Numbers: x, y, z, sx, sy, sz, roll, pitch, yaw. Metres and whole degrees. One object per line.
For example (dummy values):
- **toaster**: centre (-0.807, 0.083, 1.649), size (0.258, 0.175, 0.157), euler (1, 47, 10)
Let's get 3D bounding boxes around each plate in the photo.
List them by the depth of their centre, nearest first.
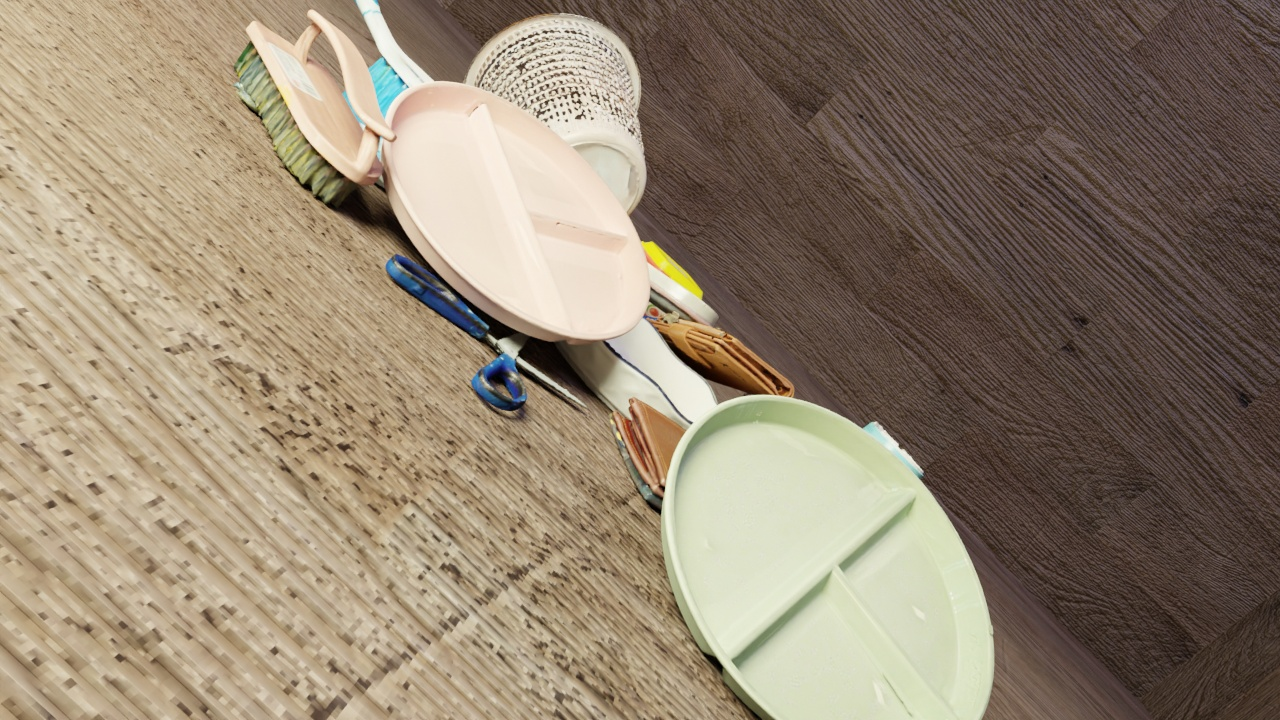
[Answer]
- **plate**: centre (0.109, 0.121, 0.534), size (0.230, 0.028, 0.229), euler (20, 44, -21)
- **plate**: centre (-0.086, -0.104, 0.661), size (0.229, 0.028, 0.229), euler (31, 37, -28)
- **plate**: centre (-0.005, 0.004, 0.772), size (0.205, 0.046, 0.204), euler (42, 11, -11)

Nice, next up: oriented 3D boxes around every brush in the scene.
- **brush**: centre (-0.200, -0.160, 0.576), size (0.145, 0.073, 0.063), euler (54, 14, 32)
- **brush**: centre (-0.213, -0.246, 0.751), size (0.314, 0.109, 0.060), euler (46, 13, 7)

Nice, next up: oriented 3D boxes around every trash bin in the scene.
- **trash bin**: centre (-0.086, -0.259, 1.086), size (0.227, 0.228, 0.192), euler (35, 27, -45)

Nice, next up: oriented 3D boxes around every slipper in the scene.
- **slipper**: centre (-0.041, -0.097, 0.952), size (0.274, 0.054, 0.114), euler (33, -2, 16)

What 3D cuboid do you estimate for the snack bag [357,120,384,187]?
- **snack bag**: centre (-0.193, -0.148, 0.672), size (0.104, 0.026, 0.048), euler (36, 41, -35)

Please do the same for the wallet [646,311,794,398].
- **wallet**: centre (0.072, -0.004, 0.877), size (0.108, 0.031, 0.132), euler (38, -11, -33)

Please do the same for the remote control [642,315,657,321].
- **remote control**: centre (0.014, -0.028, 1.024), size (0.049, 0.024, 0.124), euler (48, 15, 18)

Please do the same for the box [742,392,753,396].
- **box**: centre (0.152, 0.103, 0.906), size (0.168, 0.077, 0.091), euler (44, 10, -1)

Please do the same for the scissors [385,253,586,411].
- **scissors**: centre (-0.092, -0.010, 0.576), size (0.162, 0.012, 0.175), euler (42, 10, -14)

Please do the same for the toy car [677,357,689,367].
- **toy car**: centre (0.031, -0.005, 0.963), size (0.034, 0.043, 0.090), euler (12, -4, 32)

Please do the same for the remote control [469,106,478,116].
- **remote control**: centre (-0.153, -0.193, 0.794), size (0.137, 0.053, 0.024), euler (7, 22, 39)

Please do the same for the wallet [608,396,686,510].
- **wallet**: centre (0.036, 0.089, 0.647), size (0.124, 0.032, 0.101), euler (38, 16, -31)

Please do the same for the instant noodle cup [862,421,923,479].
- **instant noodle cup**: centre (0.238, 0.133, 1.002), size (0.111, 0.120, 0.111), euler (43, 11, -10)

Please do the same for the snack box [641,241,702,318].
- **snack box**: centre (0.016, -0.084, 1.099), size (0.091, 0.080, 0.082), euler (37, 14, -35)
